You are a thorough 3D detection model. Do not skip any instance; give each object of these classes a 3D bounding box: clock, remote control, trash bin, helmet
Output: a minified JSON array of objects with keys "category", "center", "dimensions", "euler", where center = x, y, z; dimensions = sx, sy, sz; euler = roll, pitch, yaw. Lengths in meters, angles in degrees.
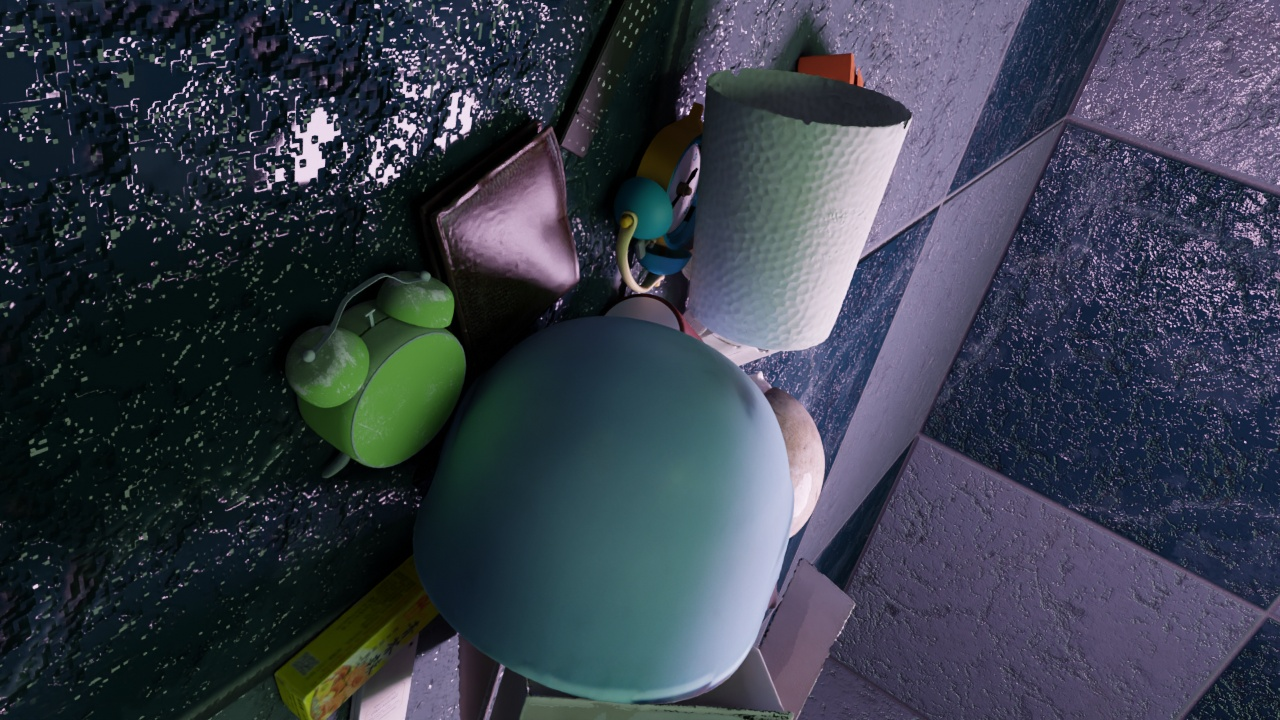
[{"category":"clock","center":[0.019,-0.111,0.648],"dimensions":[0.129,0.044,0.099],"euler":[-63,158,-13]},{"category":"remote control","center":[-0.192,0.256,0.672],"dimensions":[0.050,0.011,0.136],"euler":[-28,141,-51]},{"category":"trash bin","center":[0.097,-0.101,0.628],"dimensions":[0.133,0.133,0.162],"euler":[-32,139,-49]},{"category":"helmet","center":[-0.015,0.067,0.541],"dimensions":[0.265,0.225,0.167],"euler":[-76,-177,-65]},{"category":"remote control","center":[-0.012,-0.186,0.533],"dimensions":[0.140,0.009,0.030],"euler":[-64,157,8]},{"category":"clock","center":[-0.131,0.006,0.468],"dimensions":[0.094,0.042,0.119],"euler":[-45,152,-35]}]

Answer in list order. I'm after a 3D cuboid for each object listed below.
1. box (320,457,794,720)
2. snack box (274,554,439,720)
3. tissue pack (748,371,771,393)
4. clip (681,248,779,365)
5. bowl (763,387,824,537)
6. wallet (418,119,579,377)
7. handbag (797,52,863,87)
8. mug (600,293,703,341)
[{"category":"box","center":[-0.092,0.190,0.643],"dimensions":[0.171,0.380,0.168],"euler":[-6,123,-43]},{"category":"snack box","center":[-0.167,0.170,0.600],"dimensions":[0.147,0.029,0.040],"euler":[-41,150,-39]},{"category":"tissue pack","center":[0.092,0.112,1.006],"dimensions":[0.208,0.066,0.117],"euler":[-58,153,-23]},{"category":"clip","center":[0.088,-0.042,0.788],"dimensions":[0.125,0.075,0.144],"euler":[-23,143,16]},{"category":"bowl","center":[0.146,0.123,0.957],"dimensions":[0.177,0.081,0.179],"euler":[-40,139,-48]},{"category":"wallet","center":[-0.078,-0.062,0.520],"dimensions":[0.099,0.031,0.120],"euler":[-49,152,-33]},{"category":"handbag","center":[0.174,-0.165,0.804],"dimensions":[0.108,0.060,0.172],"euler":[4,89,-69]},{"category":"mug","center":[-0.004,0.004,0.709],"dimensions":[0.106,0.073,0.082],"euler":[-32,158,7]}]
